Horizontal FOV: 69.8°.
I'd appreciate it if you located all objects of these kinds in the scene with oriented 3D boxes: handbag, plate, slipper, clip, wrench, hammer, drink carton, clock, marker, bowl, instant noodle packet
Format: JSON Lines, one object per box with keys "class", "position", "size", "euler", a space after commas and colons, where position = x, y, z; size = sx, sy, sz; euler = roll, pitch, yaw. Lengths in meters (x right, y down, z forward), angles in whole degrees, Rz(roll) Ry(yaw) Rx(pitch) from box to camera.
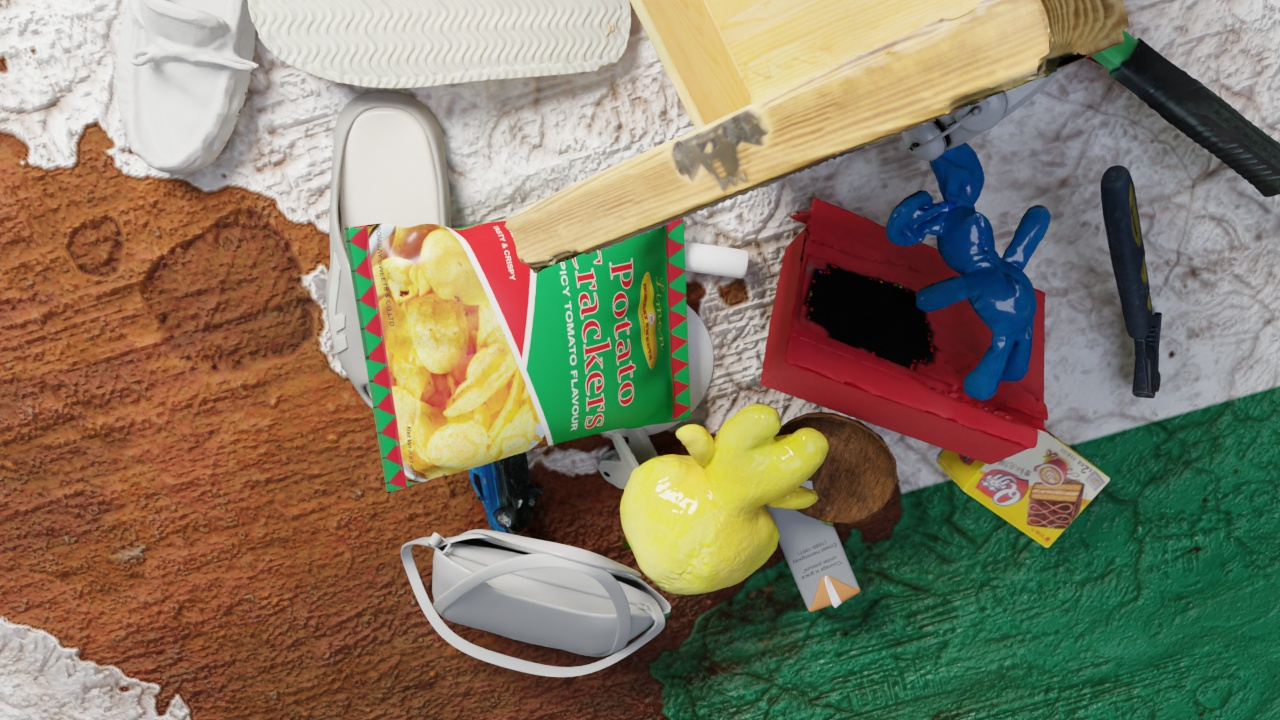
{"class": "handbag", "position": [-0.087, 0.182, 0.727], "size": [0.215, 0.223, 0.095], "euler": [17, 63, -9]}
{"class": "plate", "position": [-0.005, 0.004, 0.774], "size": [0.134, 0.011, 0.135], "euler": [-1, 109, -4]}
{"class": "slipper", "position": [-0.188, -0.066, 0.700], "size": [0.113, 0.080, 0.266], "euler": [0, 109, -7]}
{"class": "clip", "position": [-0.006, 0.093, 0.789], "size": [0.052, 0.058, 0.102], "euler": [-33, 117, -9]}
{"class": "wrench", "position": [0.388, -0.053, 0.722], "size": [0.273, 0.022, 0.073], "euler": [48, 57, -44]}
{"class": "hammer", "position": [0.351, -0.224, 0.668], "size": [0.318, 0.032, 0.130], "euler": [34, 77, -6]}
{"class": "slipper", "position": [-0.138, -0.253, 0.655], "size": [0.262, 0.052, 0.115], "euler": [-3, 107, -15]}
{"class": "drink carton", "position": [0.142, 0.147, 0.803], "size": [0.048, 0.076, 0.125], "euler": [-23, 105, 4]}
{"class": "clock", "position": [0.222, -0.174, 0.605], "size": [0.122, 0.095, 0.035], "euler": [-44, 99, -28]}
{"class": "marker", "position": [0.019, -0.088, 0.738], "size": [0.133, 0.023, 0.027], "euler": [7, 87, -7]}
{"class": "bowl", "position": [0.151, 0.079, 0.724], "size": [0.102, 0.026, 0.114], "euler": [23, 133, 9]}
{"class": "instant noodle packet", "position": [-0.076, -0.019, 0.685], "size": [0.252, 0.090, 0.196], "euler": [-12, 112, -23]}
{"class": "slipper", "position": [-0.312, -0.249, 0.639], "size": [0.112, 0.074, 0.247], "euler": [22, 109, 5]}

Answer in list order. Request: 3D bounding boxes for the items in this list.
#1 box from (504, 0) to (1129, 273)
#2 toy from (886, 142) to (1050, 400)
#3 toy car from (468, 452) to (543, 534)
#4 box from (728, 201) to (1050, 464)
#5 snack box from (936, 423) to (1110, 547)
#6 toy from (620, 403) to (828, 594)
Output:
{"class": "box", "position": [0.084, -0.202, 0.496], "size": [0.280, 0.333, 0.286], "euler": [-16, 115, 36]}
{"class": "toy", "position": [0.221, -0.060, 0.618], "size": [0.112, 0.071, 0.176], "euler": [-20, 92, -22]}
{"class": "toy car", "position": [-0.119, 0.088, 0.775], "size": [0.044, 0.056, 0.120], "euler": [-4, 105, 21]}
{"class": "box", "position": [0.195, -0.011, 0.745], "size": [0.213, 0.164, 0.154], "euler": [20, 151, -11]}
{"class": "snack box", "position": [0.333, 0.096, 0.803], "size": [0.105, 0.061, 0.084], "euler": [33, 103, -14]}
{"class": "toy", "position": [0.060, 0.114, 0.722], "size": [0.134, 0.092, 0.208], "euler": [31, 117, -10]}
